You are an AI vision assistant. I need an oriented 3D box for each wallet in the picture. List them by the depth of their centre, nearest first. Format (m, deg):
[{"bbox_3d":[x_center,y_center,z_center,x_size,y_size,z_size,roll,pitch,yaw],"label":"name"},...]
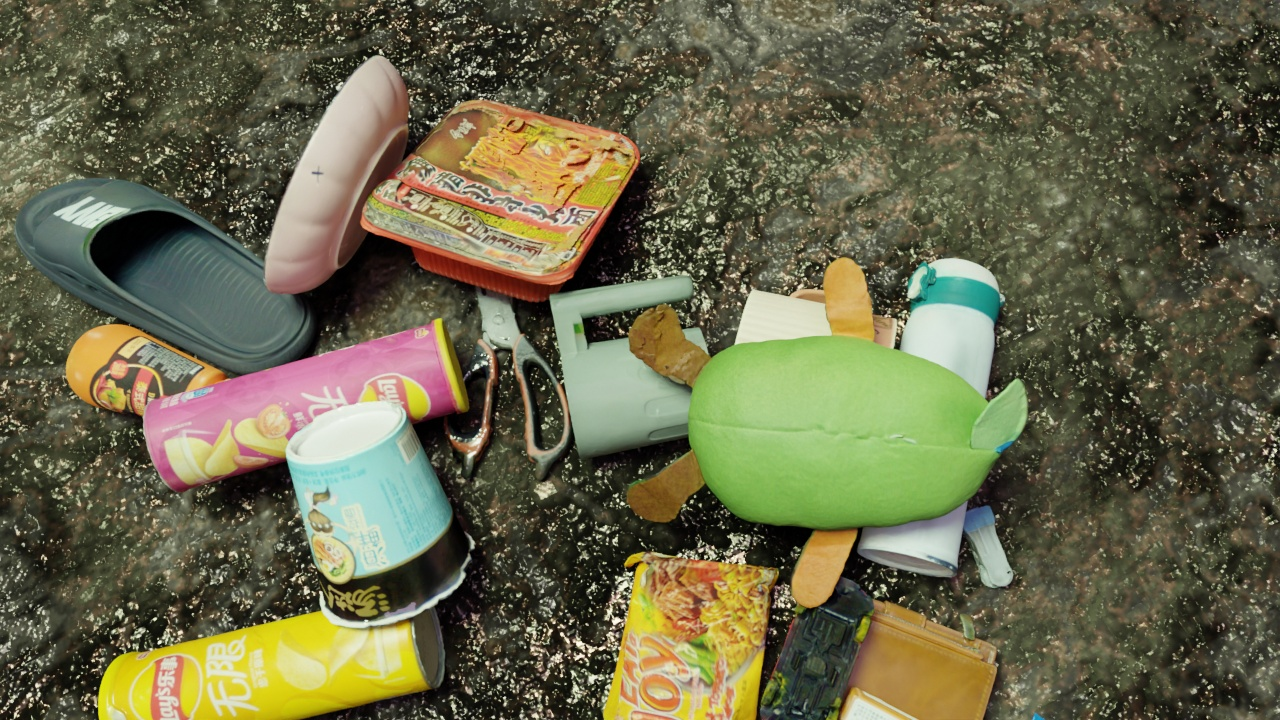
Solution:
[{"bbox_3d":[0.165,0.212,0.616,0.131,0.035,0.119,20,76,10],"label":"wallet"}]

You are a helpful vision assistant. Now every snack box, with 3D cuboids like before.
[{"bbox_3d":[0.137,0.295,0.580,0.075,0.026,0.153,26,87,11],"label":"snack box"}]

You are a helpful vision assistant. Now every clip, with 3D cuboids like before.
[{"bbox_3d":[0.244,0.132,0.648,0.026,0.042,0.058,-18,74,-4],"label":"clip"}]

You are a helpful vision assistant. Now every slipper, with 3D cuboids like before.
[{"bbox_3d":[-0.377,-0.085,0.722,0.268,0.083,0.110,28,61,10],"label":"slipper"}]

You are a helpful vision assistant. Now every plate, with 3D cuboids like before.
[{"bbox_3d":[-0.218,-0.130,0.687,0.039,0.193,0.192,26,74,-10],"label":"plate"}]

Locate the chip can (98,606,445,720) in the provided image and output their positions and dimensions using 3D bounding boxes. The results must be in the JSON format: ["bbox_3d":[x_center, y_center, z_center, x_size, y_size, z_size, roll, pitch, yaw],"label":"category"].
[{"bbox_3d":[-0.247,0.213,0.628,0.213,0.072,0.072,-13,71,-1],"label":"chip can"}]

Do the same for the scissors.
[{"bbox_3d":[-0.119,-0.010,0.721,0.202,0.015,0.205,34,78,14],"label":"scissors"}]

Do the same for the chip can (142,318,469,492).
[{"bbox_3d":[-0.235,0.032,0.659,0.210,0.071,0.071,-16,71,-7],"label":"chip can"}]

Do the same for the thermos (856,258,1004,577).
[{"bbox_3d":[0.208,0.035,0.655,0.073,0.073,0.224,14,73,8],"label":"thermos"}]

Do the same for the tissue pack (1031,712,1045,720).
[{"bbox_3d":[0.235,0.303,0.557,0.095,0.052,0.157,41,78,-11],"label":"tissue pack"}]

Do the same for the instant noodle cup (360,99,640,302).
[{"bbox_3d":[-0.100,-0.119,0.704,0.164,0.079,0.188,18,49,9],"label":"instant noodle cup"}]

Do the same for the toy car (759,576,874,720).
[{"bbox_3d":[0.116,0.193,0.598,0.049,0.031,0.106,20,78,14],"label":"toy car"}]

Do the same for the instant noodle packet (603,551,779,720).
[{"bbox_3d":[0.034,0.199,0.627,0.111,0.044,0.128,6,72,10],"label":"instant noodle packet"}]

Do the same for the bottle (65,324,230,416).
[{"bbox_3d":[-0.358,0.021,0.707,0.149,0.067,0.066,19,74,3],"label":"bottle"}]

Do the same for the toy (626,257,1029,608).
[{"bbox_3d":[0.112,0.046,0.591,0.247,0.090,0.227,5,94,10],"label":"toy"}]

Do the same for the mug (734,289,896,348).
[{"bbox_3d":[0.128,-0.012,0.677,0.106,0.082,0.114,14,46,10],"label":"mug"}]

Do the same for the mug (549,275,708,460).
[{"bbox_3d":[-0.004,0.004,0.661,0.103,0.083,0.124,-10,108,-2],"label":"mug"}]

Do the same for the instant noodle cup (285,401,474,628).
[{"bbox_3d":[-0.180,0.096,0.614,0.111,0.111,0.120,-13,114,-1],"label":"instant noodle cup"}]
